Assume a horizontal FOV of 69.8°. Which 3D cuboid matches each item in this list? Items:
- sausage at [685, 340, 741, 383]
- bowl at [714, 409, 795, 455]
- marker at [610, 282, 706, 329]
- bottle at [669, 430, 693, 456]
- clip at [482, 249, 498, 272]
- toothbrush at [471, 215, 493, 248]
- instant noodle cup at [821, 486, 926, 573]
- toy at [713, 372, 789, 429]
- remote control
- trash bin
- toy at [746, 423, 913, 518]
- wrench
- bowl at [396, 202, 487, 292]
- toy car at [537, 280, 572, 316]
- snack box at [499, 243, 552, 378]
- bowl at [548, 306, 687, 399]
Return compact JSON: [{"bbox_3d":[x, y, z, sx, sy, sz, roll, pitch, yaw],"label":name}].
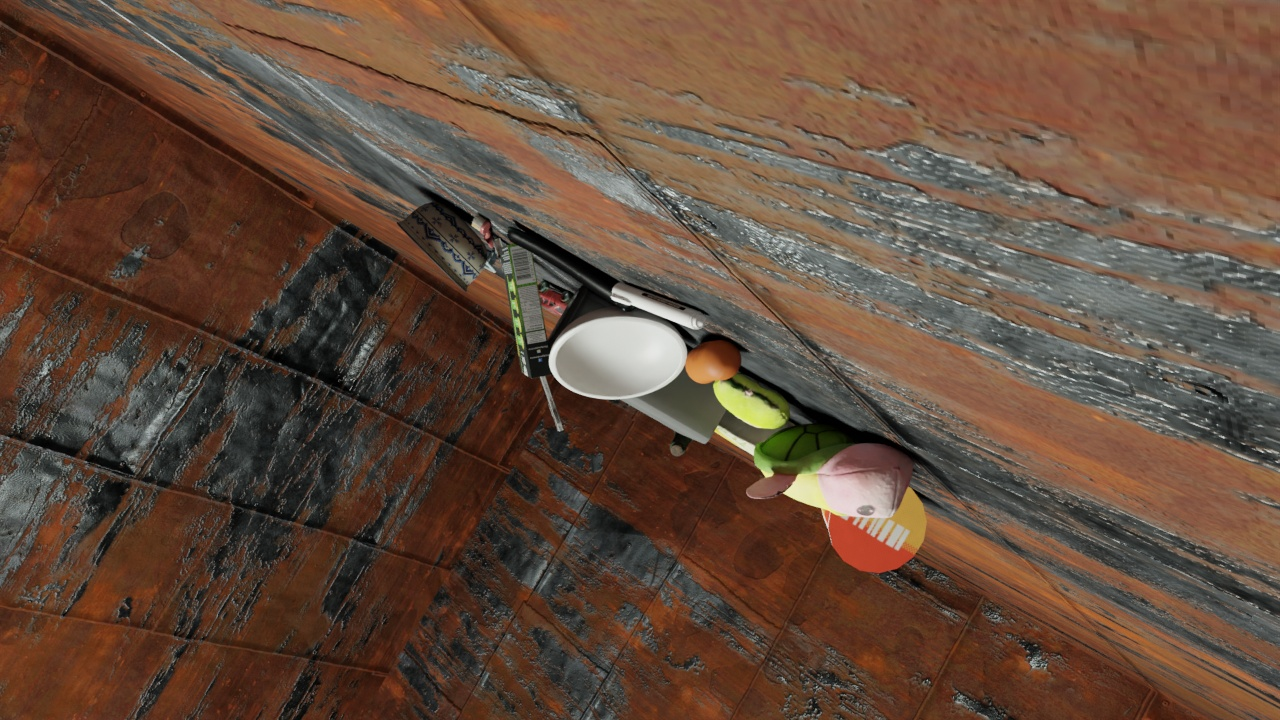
[{"bbox_3d":[0.070,0.003,0.934,0.044,0.039,0.164,11,177,-2],"label":"sausage"},{"bbox_3d":[0.185,0.111,1.271,0.188,0.060,0.219,34,174,-33],"label":"bowl"},{"bbox_3d":[0.015,-0.050,0.845,0.134,0.020,0.017,25,151,52],"label":"marker"},{"bbox_3d":[0.071,0.091,1.331,0.055,0.055,0.173,31,-153,2],"label":"bottle"},{"bbox_3d":[-0.222,-0.146,1.334,0.143,0.029,0.172,32,177,3],"label":"clip"},{"bbox_3d":[-0.185,-0.151,1.104,0.015,0.015,0.184,34,177,-4],"label":"toothbrush"},{"bbox_3d":[0.300,0.204,1.224,0.123,0.123,0.121,31,-176,-3],"label":"instant noodle cup"},{"bbox_3d":[0.125,0.049,1.031,0.092,0.046,0.115,27,170,15],"label":"toy"},{"bbox_3d":[-0.068,-0.092,0.928,0.152,0.020,0.041,31,175,4],"label":"remote control"},{"bbox_3d":[-0.007,0.007,1.155,0.220,0.097,0.192,30,176,-7],"label":"trash bin"},{"bbox_3d":[0.200,0.115,0.989,0.190,0.088,0.238,2,-176,-17],"label":"toy"},{"bbox_3d":[-0.141,-0.027,1.168,0.070,0.010,0.273,-123,15,-61],"label":"wrench"},{"bbox_3d":[-0.232,-0.145,1.113,0.115,0.059,0.115,45,177,3],"label":"bowl"},{"bbox_3d":[-0.113,-0.083,1.280,0.091,0.036,0.042,19,168,44],"label":"toy car"},{"bbox_3d":[-0.130,-0.057,1.036,0.025,0.147,0.080,-11,-173,-14],"label":"snack box"},{"bbox_3d":[-0.025,-0.016,1.003,0.149,0.150,0.043,34,-142,-41],"label":"bowl"}]
